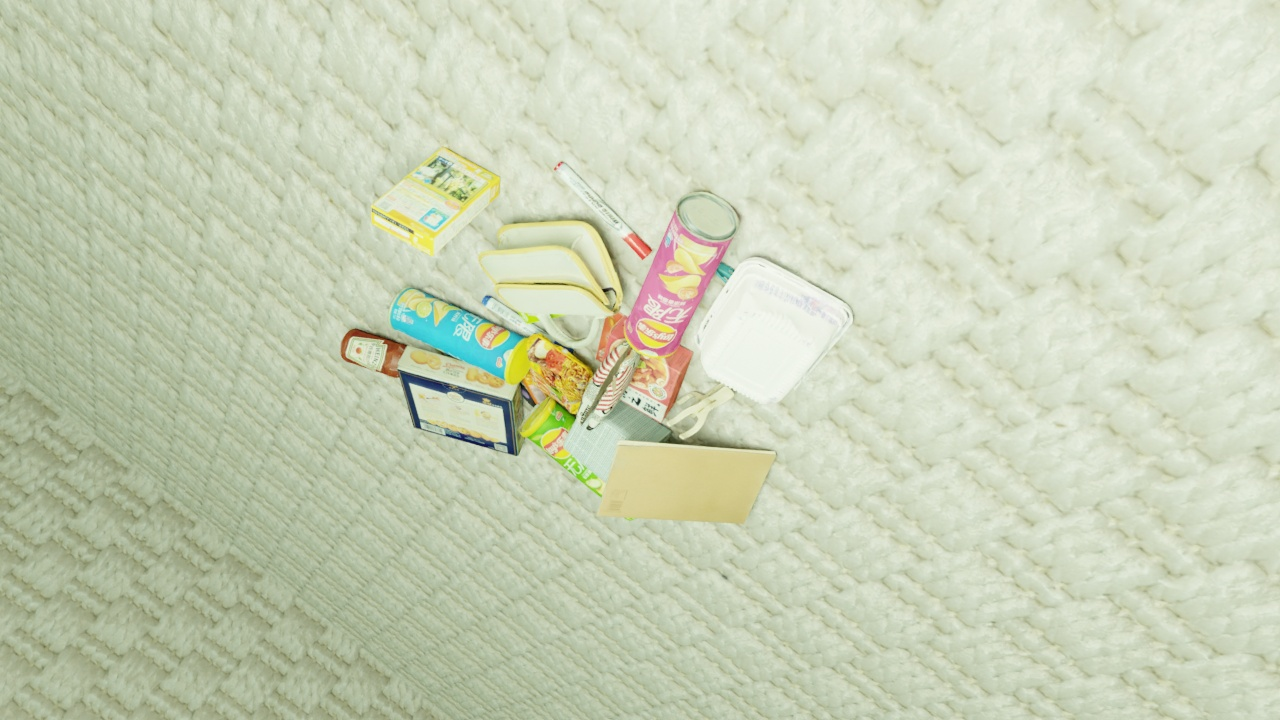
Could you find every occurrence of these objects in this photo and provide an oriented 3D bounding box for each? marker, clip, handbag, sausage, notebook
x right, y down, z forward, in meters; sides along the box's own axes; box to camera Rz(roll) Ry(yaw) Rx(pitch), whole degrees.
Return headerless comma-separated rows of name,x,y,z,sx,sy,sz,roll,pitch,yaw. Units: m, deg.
marker,-0.156,-0.047,1.268,0.146,0.016,0.017,32,142,5
clip,0.074,0.066,1.167,0.035,0.094,0.102,47,153,-13
handbag,-0.100,-0.079,1.114,0.164,0.063,0.179,4,134,38
clip,0.106,-0.088,1.021,0.057,0.015,0.049,40,145,-2
sausage,-0.137,0.078,1.378,0.021,0.021,0.165,0,129,38
marker,-0.043,-0.171,1.048,0.145,0.017,0.017,44,142,-10
notebook,0.058,0.165,1.215,0.211,0.012,0.150,5,132,-12

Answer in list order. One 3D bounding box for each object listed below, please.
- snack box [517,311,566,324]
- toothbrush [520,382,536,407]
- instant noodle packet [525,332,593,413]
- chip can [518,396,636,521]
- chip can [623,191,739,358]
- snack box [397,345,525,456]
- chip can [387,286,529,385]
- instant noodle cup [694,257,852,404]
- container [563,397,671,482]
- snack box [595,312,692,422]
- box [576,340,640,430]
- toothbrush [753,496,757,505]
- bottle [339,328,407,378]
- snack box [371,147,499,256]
snack box,-0.115,-0.096,1.175,0.157,0.026,0.086,-9,123,44
toothbrush,-0.180,0.044,1.384,0.017,0.014,0.189,-4,128,56
instant noodle packet,-0.111,0.023,1.265,0.111,0.044,0.129,37,160,11
chip can,-0.072,0.146,1.346,0.221,0.072,0.073,41,143,-13
chip can,0.041,-0.091,1.022,0.071,0.071,0.211,32,142,6
snack box,-0.270,0.066,1.405,0.178,0.045,0.183,15,146,6
chip can,-0.257,-0.037,1.311,0.210,0.071,0.071,23,141,17
instant noodle cup,0.137,-0.020,1.018,0.138,0.060,0.174,28,141,-1
container,-0.035,0.110,1.259,0.111,0.089,0.090,35,117,12
snack box,-0.007,0.007,1.183,0.127,0.044,0.113,29,142,11
box,-0.036,0.035,1.146,0.060,0.071,0.165,50,147,12
toothbrush,0.061,0.151,1.296,0.224,0.027,0.026,26,176,14
bottle,-0.379,0.003,1.461,0.206,0.059,0.060,18,139,14
snack box,-0.239,-0.189,1.081,0.087,0.140,0.034,28,143,9
